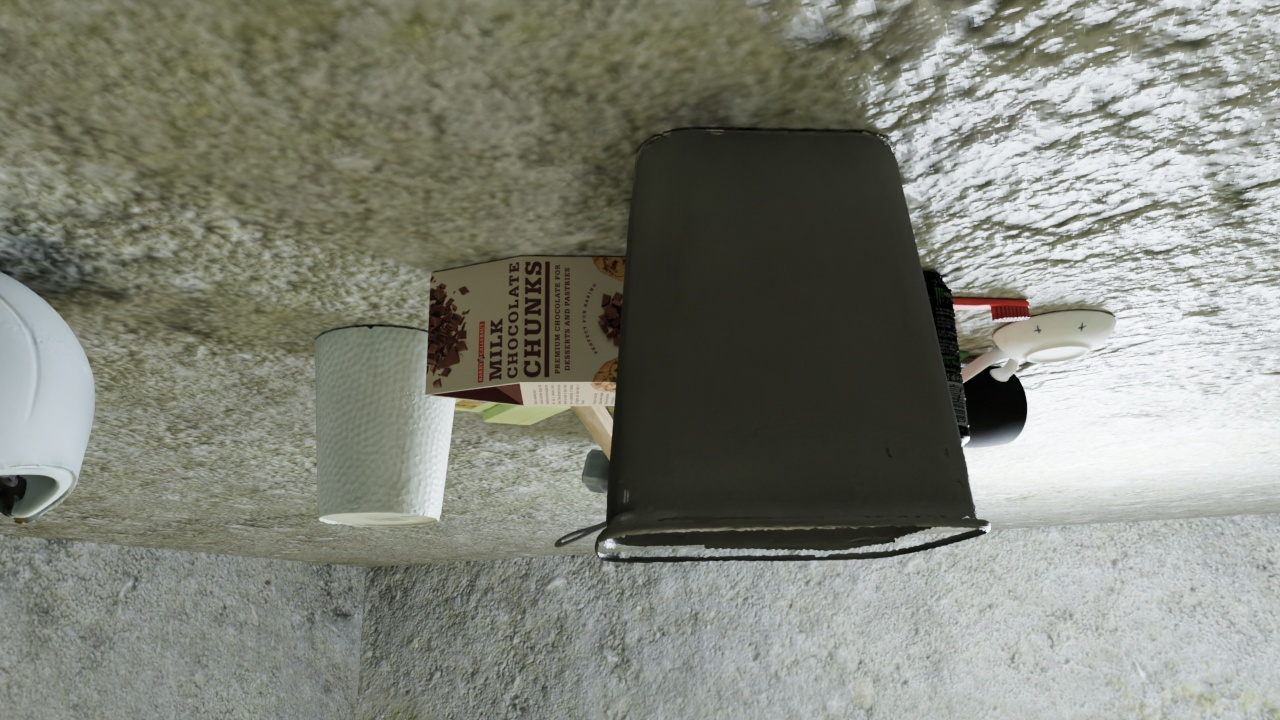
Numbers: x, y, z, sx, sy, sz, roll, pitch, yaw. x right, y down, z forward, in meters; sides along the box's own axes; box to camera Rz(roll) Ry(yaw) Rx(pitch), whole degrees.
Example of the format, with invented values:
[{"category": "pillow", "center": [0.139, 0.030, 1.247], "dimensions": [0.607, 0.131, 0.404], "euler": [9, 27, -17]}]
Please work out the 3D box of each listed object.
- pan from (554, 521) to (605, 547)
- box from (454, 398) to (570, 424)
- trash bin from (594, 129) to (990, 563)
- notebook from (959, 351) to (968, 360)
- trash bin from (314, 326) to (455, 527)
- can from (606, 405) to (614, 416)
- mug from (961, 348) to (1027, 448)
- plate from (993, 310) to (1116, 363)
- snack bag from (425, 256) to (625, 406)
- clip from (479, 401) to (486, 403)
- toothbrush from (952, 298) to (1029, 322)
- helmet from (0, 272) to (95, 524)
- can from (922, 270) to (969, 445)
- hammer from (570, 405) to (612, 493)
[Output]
[{"category": "pan", "center": [0.038, 0.181, 1.252], "dimensions": [0.355, 0.024, 0.216], "euler": [-24, -163, 9]}, {"category": "box", "center": [-0.134, 0.036, 0.994], "dimensions": [0.137, 0.024, 0.188], "euler": [14, 157, -34]}, {"category": "trash bin", "center": [0.071, 0.000, 0.541], "dimensions": [0.197, 0.219, 0.198], "euler": [0, 163, -4]}, {"category": "notebook", "center": [0.183, 0.014, 0.962], "dimensions": [0.252, 0.010, 0.182], "euler": [3, 163, -14]}, {"category": "trash bin", "center": [-0.233, 0.065, 0.837], "dimensions": [0.133, 0.161, 0.133], "euler": [-1, 163, -1]}, {"category": "can", "center": [0.000, 0.037, 0.974], "dimensions": [0.038, 0.038, 0.080], "euler": [10, 160, -34]}, {"category": "mug", "center": [0.331, 0.036, 0.929], "dimensions": [0.100, 0.084, 0.119], "euler": [-2, 133, -20]}, {"category": "plate", "center": [0.381, -0.017, 0.843], "dimensions": [0.104, 0.026, 0.104], "euler": [-1, 163, -1]}, {"category": "snack bag", "center": [-0.053, -0.020, 0.682], "dimensions": [0.206, 0.094, 0.070], "euler": [0, 163, -4]}, {"category": "clip", "center": [-0.161, 0.034, 0.943], "dimensions": [0.046, 0.014, 0.050], "euler": [18, 158, -24]}, {"category": "toothbrush", "center": [0.223, -0.043, 0.759], "dimensions": [0.212, 0.018, 0.012], "euler": [1, 163, -8]}, {"category": "helmet", "center": [-0.512, 0.004, 0.616], "dimensions": [0.264, 0.163, 0.237], "euler": [10, 157, -13]}, {"category": "can", "center": [0.217, 0.003, 0.702], "dimensions": [0.054, 0.137, 0.054], "euler": [-1, 163, 0]}, {"category": "hammer", "center": [-0.036, 0.079, 0.979], "dimensions": [0.117, 0.051, 0.323], "euler": [6, 155, 17]}]
